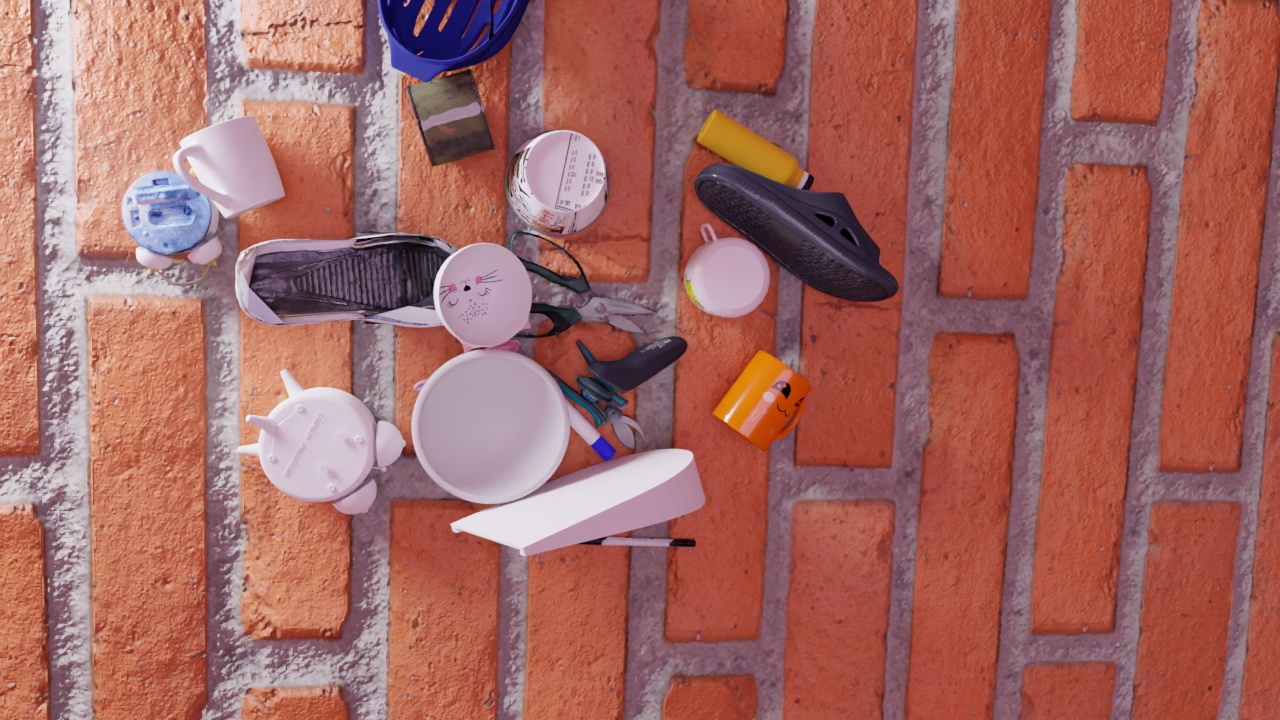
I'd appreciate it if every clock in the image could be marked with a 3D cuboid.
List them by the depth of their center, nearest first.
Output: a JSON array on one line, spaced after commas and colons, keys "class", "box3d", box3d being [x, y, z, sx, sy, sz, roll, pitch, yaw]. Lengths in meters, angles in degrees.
[{"class": "clock", "box3d": [-0.506, -0.144, 0.997, 0.089, 0.052, 0.125, -7, 96, -8]}, {"class": "clock", "box3d": [-0.359, 0.097, 1.031, 0.161, 0.073, 0.125, 30, 91, -10]}]

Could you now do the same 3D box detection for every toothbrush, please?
[{"class": "toothbrush", "box3d": [-0.203, 0.007, 1.075, 0.135, 0.016, 0.021, -24, 99, -5]}]

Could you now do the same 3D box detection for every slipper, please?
[{"class": "slipper", "box3d": [-0.309, -0.088, 1.020, 0.263, 0.063, 0.111, -6, 96, -30]}, {"class": "slipper", "box3d": [0.191, -0.162, 1.082, 0.268, 0.111, 0.083, 33, 73, -5]}]

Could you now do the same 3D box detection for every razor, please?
[{"class": "razor", "box3d": [-0.006, 0.006, 1.082, 0.142, 0.047, 0.052, -28, 125, -20]}]

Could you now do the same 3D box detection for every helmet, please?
[{"class": "helmet", "box3d": [-0.190, -0.407, 0.930, 0.148, 0.228, 0.241, 24, 88, -2]}]

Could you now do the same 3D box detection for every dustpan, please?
[{"class": "dustpan", "box3d": [-0.051, 0.167, 1.015, 0.257, 0.192, 0.053, -20, 99, -31]}]

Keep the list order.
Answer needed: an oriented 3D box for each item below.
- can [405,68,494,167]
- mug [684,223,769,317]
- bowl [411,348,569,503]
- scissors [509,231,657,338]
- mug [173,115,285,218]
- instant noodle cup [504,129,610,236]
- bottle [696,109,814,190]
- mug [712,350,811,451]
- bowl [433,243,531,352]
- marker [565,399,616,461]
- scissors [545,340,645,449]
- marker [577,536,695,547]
[{"class": "can", "box3d": [-0.208, -0.267, 1.010, 0.074, 0.090, 0.090, -18, 98, -7]}, {"class": "mug", "box3d": [0.097, -0.108, 1.081, 0.094, 0.068, 0.115, -25, 98, -5]}, {"class": "bowl", "box3d": [-0.171, 0.073, 1.060, 0.176, 0.066, 0.176, -1, 96, -8]}, {"class": "scissors", "box3d": [-0.074, -0.090, 1.086, 0.209, 0.015, 0.137, 3, 93, -8]}, {"class": "mug", "box3d": [-0.440, -0.200, 0.973, 0.081, 0.114, 0.088, -15, 106, 26]}, {"class": "instant noodle cup", "box3d": [-0.088, -0.202, 1.017, 0.123, 0.122, 0.123, -1, 95, -8]}, {"class": "bottle", "box3d": [0.139, -0.242, 1.087, 0.143, 0.043, 0.043, 29, 91, -10]}, {"class": "mug", "box3d": [0.156, 0.056, 1.110, 0.112, 0.078, 0.096, 37, 89, -41]}, {"class": "bowl", "box3d": [-0.184, -0.074, 1.031, 0.114, 0.051, 0.115, -5, 98, -35]}, {"class": "marker", "box3d": [-0.083, 0.065, 1.096, 0.020, 0.020, 0.141, -44, 100, -2]}, {"class": "scissors", "box3d": [-0.054, 0.041, 1.099, 0.154, 0.019, 0.126, 7, 96, -11]}, {"class": "marker", "box3d": [-0.006, 0.222, 1.128, 0.152, 0.011, 0.011, 3, 95, -9]}]
